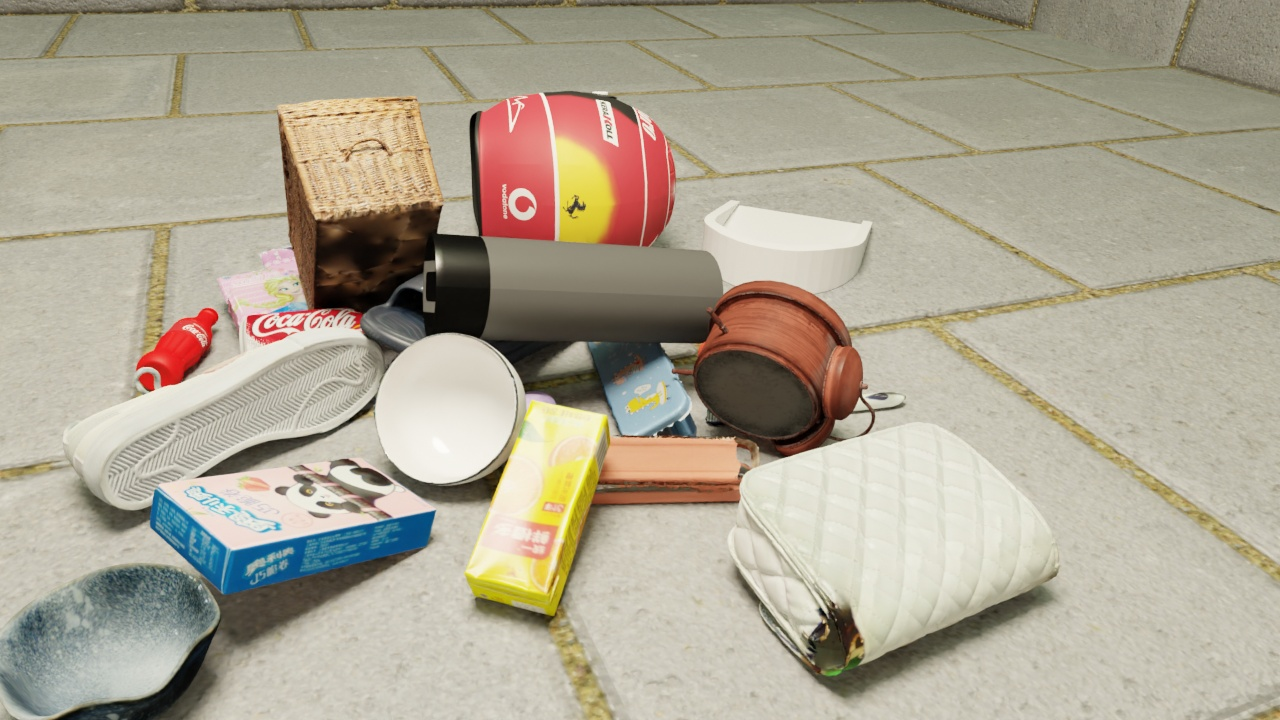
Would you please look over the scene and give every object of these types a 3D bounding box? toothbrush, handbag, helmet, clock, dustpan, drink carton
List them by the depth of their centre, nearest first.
[{"bbox_3d":[0.163,0.121,0.609,0.194,0.073,0.138,-12,42,-26],"label":"handbag"},{"bbox_3d":[-0.066,0.097,0.611,0.058,0.043,0.134,11,56,10],"label":"drink carton"},{"bbox_3d":[0.114,0.012,0.726,0.157,0.121,0.072,30,53,2],"label":"clock"},{"bbox_3d":[0.147,0.039,0.804,0.189,0.017,0.016,-5,30,-13],"label":"toothbrush"},{"bbox_3d":[-0.075,-0.200,1.024,0.224,0.198,0.270,-3,21,-10],"label":"helmet"},{"bbox_3d":[0.176,-0.158,1.115,0.192,0.053,0.257,12,31,14],"label":"dustpan"}]

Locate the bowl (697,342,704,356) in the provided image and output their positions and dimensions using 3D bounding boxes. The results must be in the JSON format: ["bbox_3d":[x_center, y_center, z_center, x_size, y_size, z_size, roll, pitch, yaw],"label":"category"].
[{"bbox_3d":[0.121,-0.019,0.876,0.130,0.045,0.130,2,30,-1],"label":"bowl"}]

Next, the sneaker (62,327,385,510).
[{"bbox_3d":[-0.316,0.027,0.710,0.091,0.090,0.241,22,35,33],"label":"sneaker"}]

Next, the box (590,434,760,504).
[{"bbox_3d":[-0.002,0.090,0.694,0.188,0.064,0.056,3,65,-6],"label":"box"}]

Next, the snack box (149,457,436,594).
[{"bbox_3d":[-0.219,0.101,0.594,0.088,0.033,0.153,24,15,33],"label":"snack box"}]

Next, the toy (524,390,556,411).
[{"bbox_3d":[-0.121,0.036,0.768,0.100,0.036,0.080,18,22,17],"label":"toy"}]

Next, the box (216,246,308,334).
[{"bbox_3d":[-0.300,-0.086,0.931,0.229,0.035,0.159,-15,48,-29],"label":"box"}]

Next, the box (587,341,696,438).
[{"bbox_3d":[-0.006,0.002,0.816,0.068,0.059,0.209,-6,30,-11],"label":"box"}]

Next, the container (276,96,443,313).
[{"bbox_3d":[-0.247,-0.126,0.811,0.113,0.199,0.112,-11,67,-22],"label":"container"}]

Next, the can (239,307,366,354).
[{"bbox_3d":[-0.291,-0.012,0.804,0.104,0.064,0.064,-6,31,-16],"label":"can"}]

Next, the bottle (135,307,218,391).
[{"bbox_3d":[-0.411,-0.015,0.826,0.036,0.036,0.118,2,29,-2],"label":"bottle"}]

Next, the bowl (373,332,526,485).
[{"bbox_3d":[-0.138,0.040,0.701,0.113,0.113,0.063,11,-7,13],"label":"bowl"}]

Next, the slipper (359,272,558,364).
[{"bbox_3d":[-0.128,-0.057,0.833,0.111,0.083,0.267,31,25,23],"label":"slipper"}]

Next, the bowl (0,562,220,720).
[{"bbox_3d":[-0.287,0.165,0.502,0.110,0.055,0.110,2,30,-1],"label":"bowl"}]

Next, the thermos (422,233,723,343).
[{"bbox_3d":[-0.057,-0.056,0.756,0.240,0.082,0.082,0,28,-24],"label":"thermos"}]
